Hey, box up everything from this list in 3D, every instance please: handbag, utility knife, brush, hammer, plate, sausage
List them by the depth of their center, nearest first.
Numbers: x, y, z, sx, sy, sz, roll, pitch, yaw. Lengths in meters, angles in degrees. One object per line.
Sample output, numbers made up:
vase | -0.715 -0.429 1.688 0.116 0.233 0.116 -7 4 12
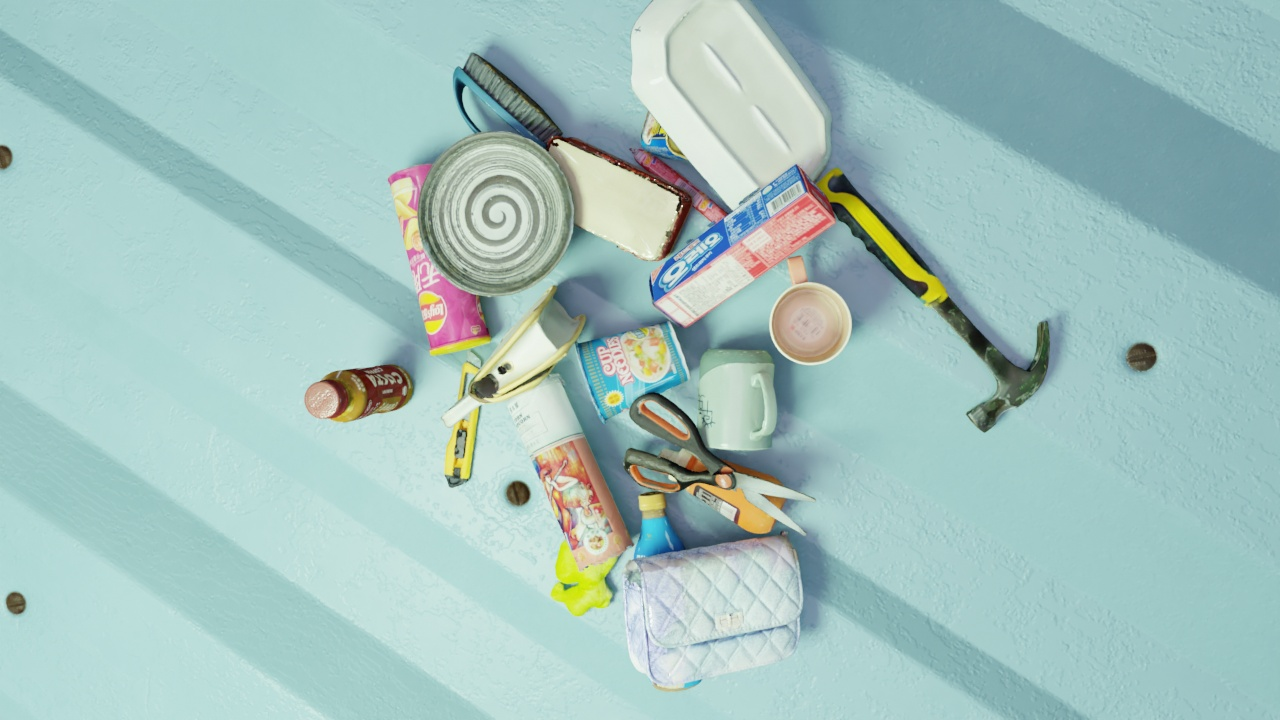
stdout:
plate | 0.105 -0.270 0.947 0.162 0.034 0.265 -47 114 -6
handbag | 0.082 0.265 0.984 0.193 0.076 0.134 -5 90 -24
hammer | 0.310 -0.082 0.992 0.126 0.032 0.323 -42 86 9
handbag | -0.141 0.007 1.004 0.179 0.163 0.063 -43 98 12
plate | -0.158 -0.159 1.004 0.179 0.024 0.179 1 94 9
sausage | 0.049 -0.193 1.033 0.156 0.020 0.020 39 98 5
brush | -0.160 -0.281 1.044 0.144 0.055 0.073 43 97 4
utility knife | -0.211 0.072 1.091 0.033 0.015 0.168 9 94 6

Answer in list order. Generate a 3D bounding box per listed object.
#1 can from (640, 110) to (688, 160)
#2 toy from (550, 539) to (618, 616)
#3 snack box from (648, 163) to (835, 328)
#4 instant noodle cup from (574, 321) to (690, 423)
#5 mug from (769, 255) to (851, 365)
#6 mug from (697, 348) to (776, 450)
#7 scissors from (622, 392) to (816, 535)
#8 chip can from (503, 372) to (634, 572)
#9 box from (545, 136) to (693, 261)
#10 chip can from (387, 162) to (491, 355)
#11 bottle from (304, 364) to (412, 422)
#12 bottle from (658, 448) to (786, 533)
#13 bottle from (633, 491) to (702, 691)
can | 0.047 -0.267 0.991 0.057 0.083 0.102 15 96 -25
toy | -0.066 0.246 1.069 0.097 0.031 0.100 -21 93 7
snack box | 0.102 -0.118 0.974 0.208 0.057 0.058 -35 129 25
instant noodle cup | -0.006 0.006 1.021 0.110 0.099 0.099 -21 90 1
mug | 0.175 -0.054 0.976 0.082 0.105 0.114 -14 90 9
mug | 0.110 0.042 0.992 0.082 0.112 0.106 2 91 -27
scissors | 0.073 0.109 0.970 0.227 0.021 0.198 -8 111 37
chip can | -0.080 0.125 1.032 0.071 0.071 0.214 -27 82 9
box | -0.036 -0.176 1.010 0.168 0.076 0.091 27 107 10
chip can | -0.232 -0.115 1.056 0.071 0.071 0.210 -14 91 9
bottle | -0.314 0.037 1.025 0.057 0.174 0.057 0 93 9
bottle | 0.087 0.137 1.027 0.149 0.066 0.067 25 96 14
bottle | 0.028 0.258 1.038 0.065 0.065 0.218 -7 91 9
